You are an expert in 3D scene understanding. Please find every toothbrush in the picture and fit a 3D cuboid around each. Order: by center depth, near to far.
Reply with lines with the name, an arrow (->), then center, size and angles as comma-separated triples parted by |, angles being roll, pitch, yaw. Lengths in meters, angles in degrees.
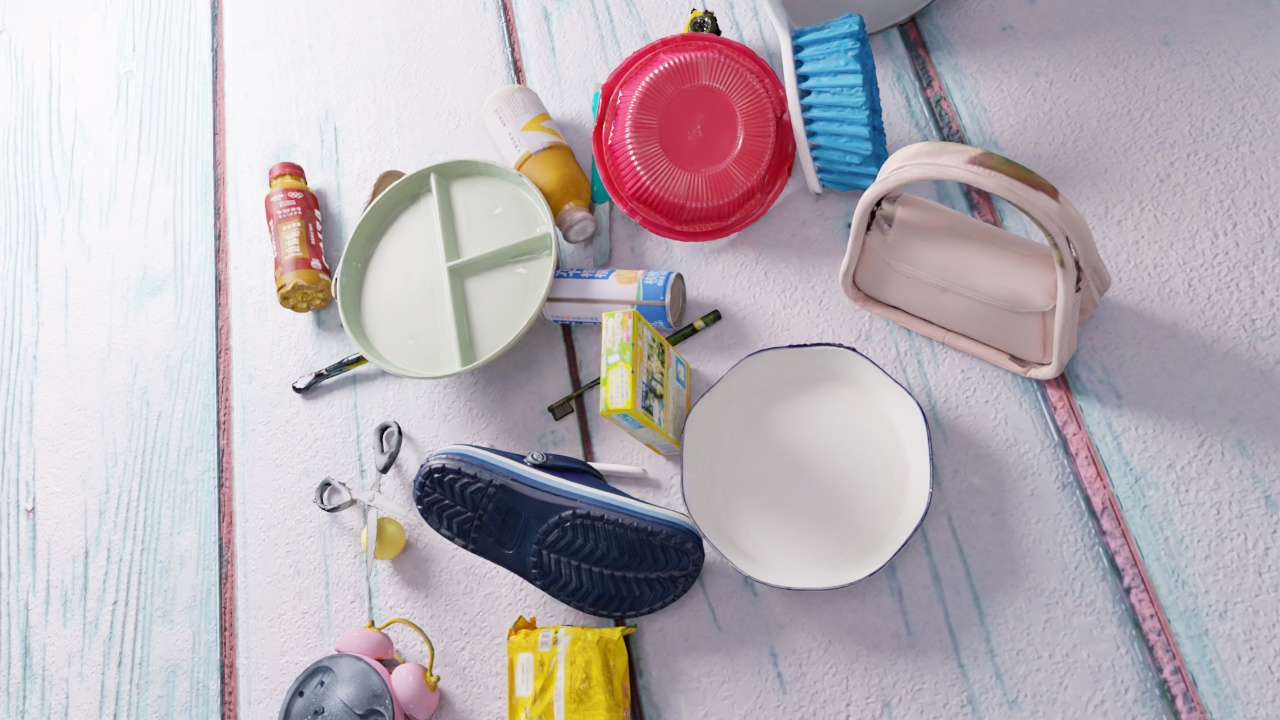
toothbrush -> -0.078, 0.092, 0.845 | 0.180, 0.016, 0.016 | 4, 66, 21
toothbrush -> -0.005, 0.005, 0.854 | 0.186, 0.012, 0.017 | -30, 70, 6

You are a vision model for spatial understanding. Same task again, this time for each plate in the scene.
plate -> 0.135, 0.087, 0.754 | 0.205, 0.045, 0.204 | -6, 67, 13
plate -> -0.183, -0.088, 0.876 | 0.230, 0.027, 0.229 | -6, 69, 16

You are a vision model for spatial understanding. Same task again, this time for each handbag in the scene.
handbag -> 0.244, -0.085, 0.678 | 0.193, 0.234, 0.093 | 24, 81, 24

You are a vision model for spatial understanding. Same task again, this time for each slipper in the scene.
slipper -> -0.069, 0.137, 0.786 | 0.253, 0.095, 0.105 | 18, 115, 6

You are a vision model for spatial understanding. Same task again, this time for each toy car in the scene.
toy car -> 0.046, -0.273, 0.905 | 0.041, 0.071, 0.155 | 15, 77, 21

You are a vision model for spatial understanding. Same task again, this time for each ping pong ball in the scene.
ping pong ball -> -0.240, 0.166, 0.858 | 0.040, 0.040, 0.040 | -6, 69, 16

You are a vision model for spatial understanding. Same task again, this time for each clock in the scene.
clock -> -0.240, 0.300, 0.799 | 0.117, 0.060, 0.158 | 28, 83, 26

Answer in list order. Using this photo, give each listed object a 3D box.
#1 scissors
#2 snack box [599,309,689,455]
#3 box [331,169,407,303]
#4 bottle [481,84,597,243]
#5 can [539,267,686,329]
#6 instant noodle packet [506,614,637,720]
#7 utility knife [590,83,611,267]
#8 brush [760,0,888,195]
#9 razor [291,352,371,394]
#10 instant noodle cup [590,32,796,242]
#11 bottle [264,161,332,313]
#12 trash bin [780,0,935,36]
scissors -> -0.255, 0.128, 0.861 | 0.160, 0.014, 0.180 | -19, 45, 27
snack box -> 0.007, 0.022, 0.772 | 0.034, 0.140, 0.086 | -6, 69, 18
box -> -0.262, -0.122, 0.951 | 0.087, 0.076, 0.162 | 18, 80, -6
bottle -> -0.100, -0.198, 0.928 | 0.068, 0.068, 0.189 | -32, 64, 5
can -> -0.028, -0.059, 0.861 | 0.135, 0.053, 0.053 | 4, 72, 20
instant noodle packet -> -0.058, 0.277, 0.755 | 0.111, 0.044, 0.128 | -1, 74, 11
utility knife -> -0.039, -0.193, 0.937 | 0.029, 0.013, 0.221 | -5, 67, 15
brush -> 0.137, -0.281, 0.780 | 0.110, 0.315, 0.060 | -1, 32, 29
razor -> -0.302, 0.005, 0.948 | 0.143, 0.022, 0.042 | -19, 64, 11
instant noodle cup -> 0.051, -0.205, 0.833 | 0.194, 0.066, 0.194 | 0, 97, 0
bottle -> -0.378, -0.139, 1.006 | 0.057, 0.057, 0.174 | -23, 65, 9
trash bin -> 0.183, -0.457, 0.853 | 0.230, 0.229, 0.251 | -15, 73, 13
